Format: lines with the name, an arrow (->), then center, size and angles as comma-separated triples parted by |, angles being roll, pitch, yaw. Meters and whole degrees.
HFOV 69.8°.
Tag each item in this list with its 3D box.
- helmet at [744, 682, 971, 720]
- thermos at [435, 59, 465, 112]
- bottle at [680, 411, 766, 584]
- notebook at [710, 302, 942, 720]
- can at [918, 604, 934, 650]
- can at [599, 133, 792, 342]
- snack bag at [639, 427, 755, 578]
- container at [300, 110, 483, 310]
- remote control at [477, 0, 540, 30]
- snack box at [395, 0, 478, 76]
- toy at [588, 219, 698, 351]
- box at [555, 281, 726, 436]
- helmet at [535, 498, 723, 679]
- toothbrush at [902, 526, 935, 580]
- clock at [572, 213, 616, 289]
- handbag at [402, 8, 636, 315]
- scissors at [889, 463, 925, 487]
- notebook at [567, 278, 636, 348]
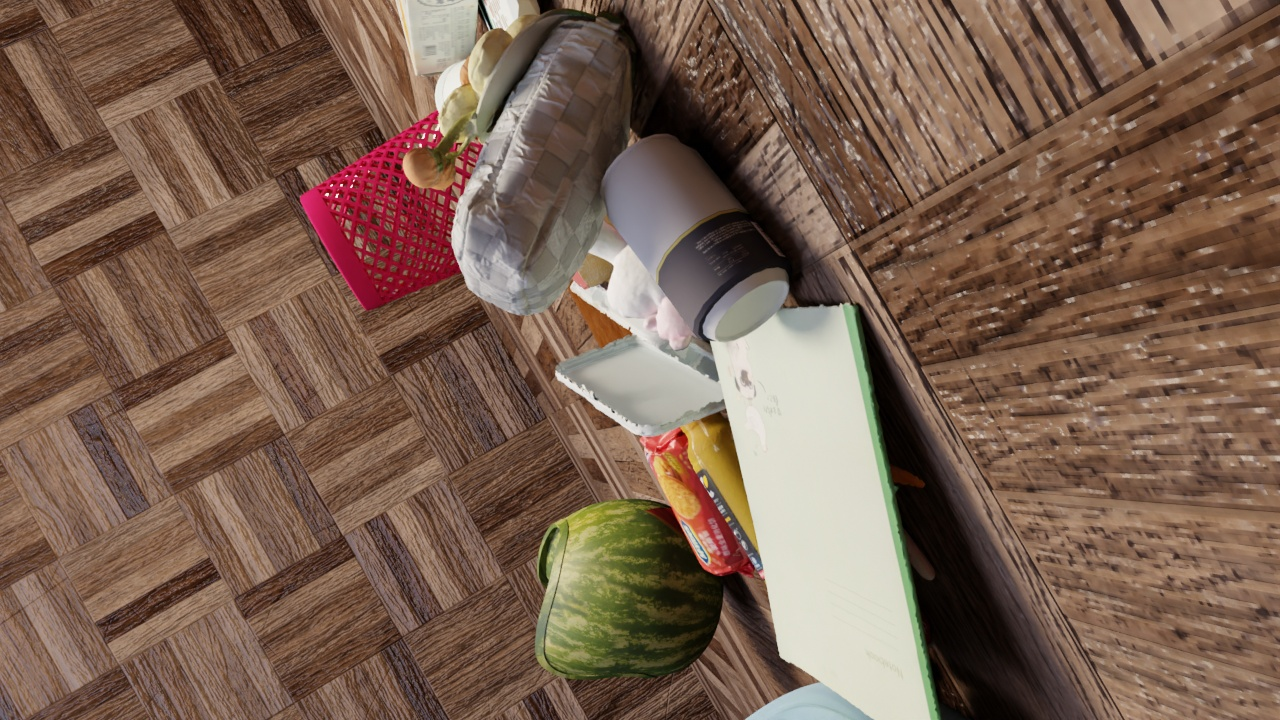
helmet -> 0.166, 0.307, 0.595 | 0.225, 0.166, 0.266 | 54, 161, -19
thermos -> -0.110, -0.214, 0.732 | 0.068, 0.067, 0.230 | 64, 164, -21
bottle -> 0.080, 0.099, 0.759 | 0.186, 0.053, 0.053 | 58, 169, 11
notebook -> 0.104, 0.090, 0.548 | 0.182, 0.010, 0.252 | -174, 69, -70
can -> 0.147, 0.155, 0.606 | 0.096, 0.054, 0.054 | 57, 169, 16
can -> 0.027, -0.073, 0.519 | 0.127, 0.064, 0.064 | 55, 168, 24
snack bag -> 0.061, 0.118, 0.857 | 0.176, 0.082, 0.082 | 65, 168, -20
container -> -0.205, -0.158, 0.919 | 0.183, 0.225, 0.183 | 57, 169, 17
remote control -> -0.099, -0.266, 0.685 | 0.143, 0.024, 0.049 | -138, 24, -71
snack box -> -0.172, -0.317, 0.746 | 0.208, 0.057, 0.104 | 175, 80, -78
toy -> 0.008, -0.062, 0.622 | 0.125, 0.076, 0.037 | 56, -172, 17
box -> -0.004, 0.012, 0.732 | 0.107, 0.110, 0.216 | 25, -174, -25
helmet -> -0.009, 0.300, 1.214 | 0.213, 0.247, 0.244 | -102, 29, -66
toothbrush -> 0.122, 0.063, 0.576 | 0.181, 0.018, 0.016 | 54, 167, 24
clock -> -0.056, -0.123, 0.725 | 0.159, 0.081, 0.117 | 49, 165, 46
handbag -> -0.074, -0.122, 0.564 | 0.123, 0.171, 0.113 | 22, 168, -1
scissors -> 0.118, 0.050, 0.538 | 0.125, 0.011, 0.129 | 17, 129, 59
notebook -> -0.031, -0.047, 0.965 | 0.167, 0.024, 0.226 | 61, 170, 2
